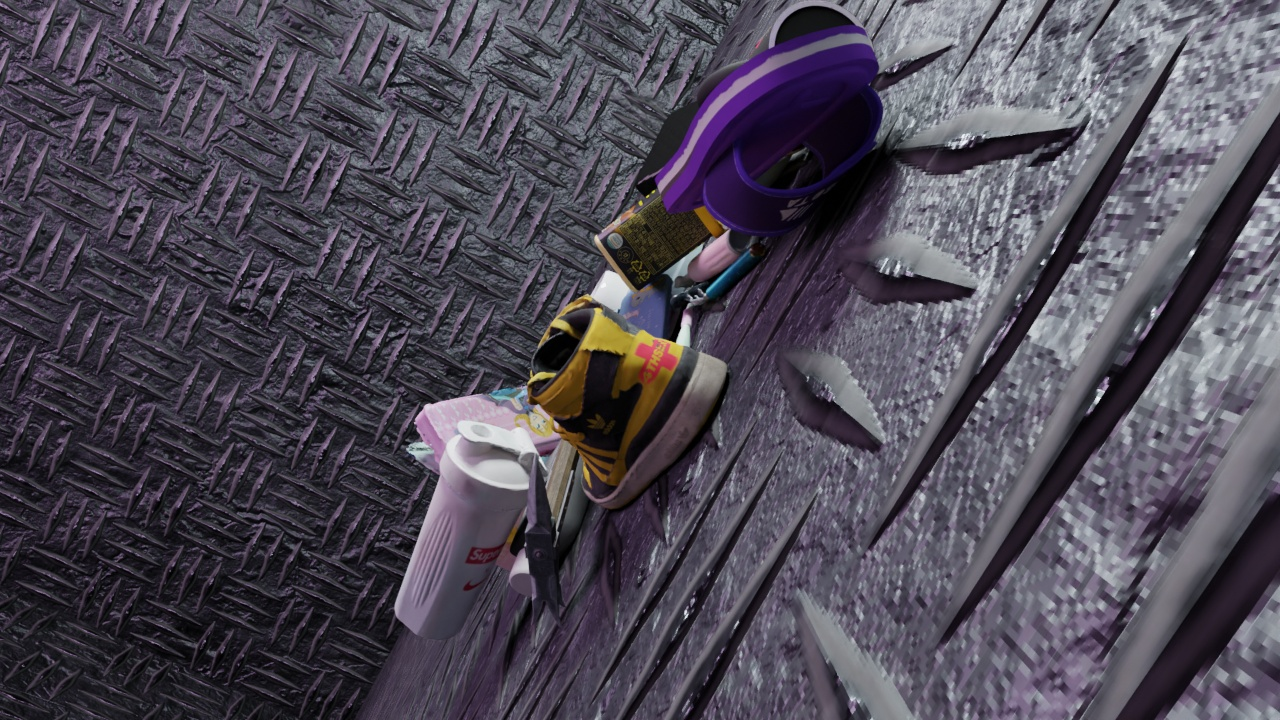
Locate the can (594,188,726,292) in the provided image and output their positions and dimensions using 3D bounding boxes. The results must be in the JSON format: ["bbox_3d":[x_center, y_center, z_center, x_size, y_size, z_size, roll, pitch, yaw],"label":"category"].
[{"bbox_3d":[0.021,-0.124,0.886,0.101,0.072,0.130,-36,3,11],"label":"can"}]

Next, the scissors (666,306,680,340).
[{"bbox_3d":[-0.003,0.024,0.941,0.170,0.013,0.177,-68,11,-19],"label":"scissors"}]

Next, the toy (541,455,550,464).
[{"bbox_3d":[-0.112,0.130,1.143,0.105,0.033,0.085,-48,-1,-1],"label":"toy"}]

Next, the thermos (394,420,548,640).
[{"bbox_3d":[-0.168,0.163,0.890,0.099,0.099,0.221,-83,17,-69],"label":"thermos"}]

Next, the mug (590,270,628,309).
[{"bbox_3d":[-0.043,-0.062,1.278,0.115,0.068,0.094,-65,8,-23],"label":"mug"}]

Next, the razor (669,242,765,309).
[{"bbox_3d":[0.069,-0.068,0.767,0.042,0.022,0.144,-27,-2,-23],"label":"razor"}]

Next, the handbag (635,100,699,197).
[{"bbox_3d":[0.083,-0.242,1.120,0.125,0.114,0.153,-21,32,42],"label":"handbag"}]

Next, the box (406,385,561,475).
[{"bbox_3d":[-0.152,0.084,1.022,0.071,0.084,0.229,-44,-19,31],"label":"box"}]

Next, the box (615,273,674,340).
[{"bbox_3d":[-0.014,0.001,0.898,0.125,0.043,0.208,-57,15,33],"label":"box"}]

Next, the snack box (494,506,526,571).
[{"bbox_3d":[-0.141,0.173,1.010,0.079,0.094,0.093,-60,7,9],"label":"snack box"}]

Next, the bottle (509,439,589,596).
[{"bbox_3d":[-0.087,0.155,0.903,0.084,0.046,0.173,-56,10,36],"label":"bottle"}]

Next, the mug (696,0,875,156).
[{"bbox_3d":[0.101,-0.207,0.692,0.098,0.118,0.082,150,109,-76],"label":"mug"}]

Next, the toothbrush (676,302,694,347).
[{"bbox_3d":[0.039,-0.018,0.798,0.022,0.015,0.154,-58,9,35],"label":"toothbrush"}]

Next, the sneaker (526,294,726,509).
[{"bbox_3d":[-0.036,0.038,0.699,0.085,0.122,0.239,-65,9,-31],"label":"sneaker"}]

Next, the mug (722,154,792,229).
[{"bbox_3d":[0.086,-0.167,0.795,0.104,0.084,0.111,108,167,-73],"label":"mug"}]

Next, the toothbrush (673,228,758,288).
[{"bbox_3d":[0.062,-0.090,0.851,0.223,0.026,0.027,156,120,-78],"label":"toothbrush"}]

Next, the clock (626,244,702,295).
[{"bbox_3d":[0.026,-0.101,1.057,0.123,0.045,0.158,-51,15,51],"label":"clock"}]

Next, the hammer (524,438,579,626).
[{"bbox_3d":[-0.063,0.074,0.832,0.316,0.028,0.147,-80,-11,-63],"label":"hammer"}]

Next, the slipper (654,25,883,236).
[{"bbox_3d":[0.086,-0.124,0.611,0.107,0.084,0.267,-22,0,-14],"label":"slipper"}]

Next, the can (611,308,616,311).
[{"bbox_3d":[-0.048,-0.007,1.112,0.070,0.070,0.131,-57,9,30],"label":"can"}]
